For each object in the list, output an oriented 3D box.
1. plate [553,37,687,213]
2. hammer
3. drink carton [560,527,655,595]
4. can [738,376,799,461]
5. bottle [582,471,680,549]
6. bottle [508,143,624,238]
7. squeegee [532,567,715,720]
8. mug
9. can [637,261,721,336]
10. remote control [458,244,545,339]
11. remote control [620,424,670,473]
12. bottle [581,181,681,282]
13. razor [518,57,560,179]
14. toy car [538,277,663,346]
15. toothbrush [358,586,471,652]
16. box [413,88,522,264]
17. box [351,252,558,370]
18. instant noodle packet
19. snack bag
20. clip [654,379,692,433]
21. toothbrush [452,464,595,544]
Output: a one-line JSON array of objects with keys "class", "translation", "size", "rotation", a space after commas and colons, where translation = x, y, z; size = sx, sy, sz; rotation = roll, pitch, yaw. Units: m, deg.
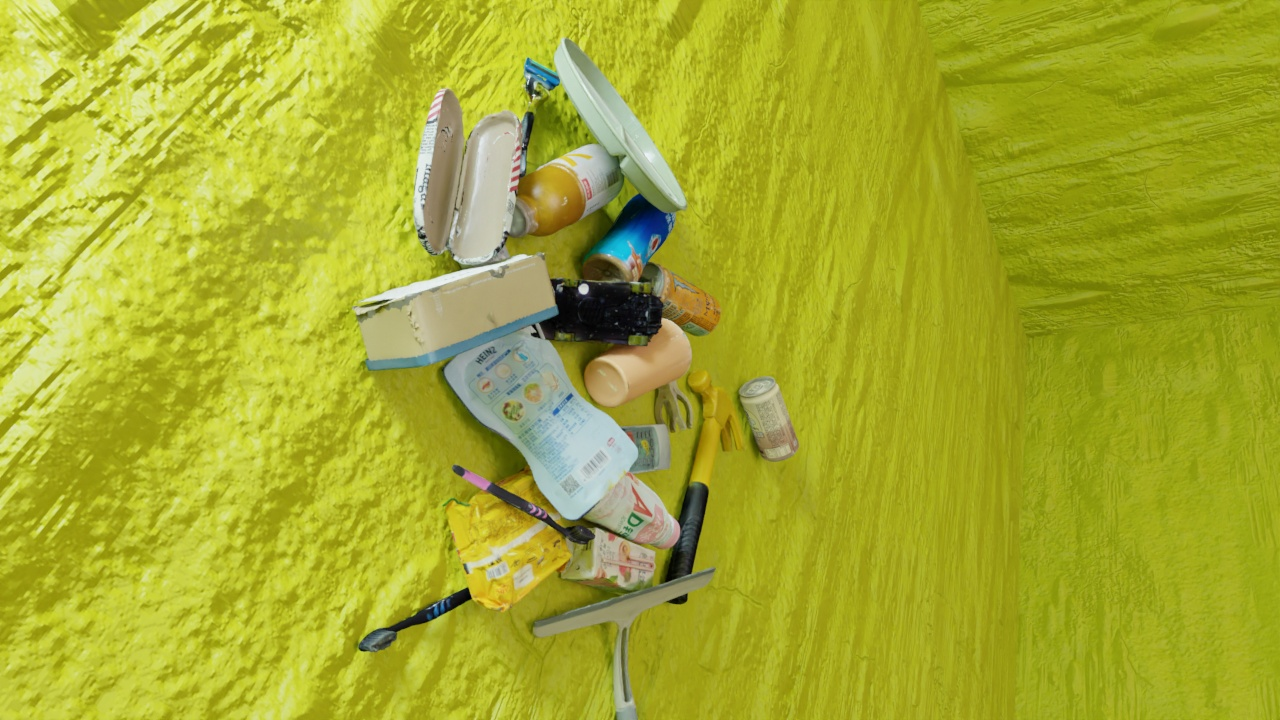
[{"class": "plate", "translation": [-0.023, -0.257, 1.026], "size": [0.230, 0.027, 0.229], "rotation": [51, 15, -20]}, {"class": "hammer", "translation": [0.074, 0.163, 1.165], "size": [0.129, 0.033, 0.299], "rotation": [49, 44, -39]}, {"class": "drink carton", "translation": [-0.030, 0.216, 0.975], "size": [0.122, 0.046, 0.053], "rotation": [34, 54, -50]}, {"class": "can", "translation": [0.187, 0.086, 1.335], "size": [0.058, 0.059, 0.116], "rotation": [-50, 124, -50]}, {"class": "bottle", "translation": [-0.020, 0.156, 0.988], "size": [0.197, 0.068, 0.068], "rotation": [43, 48, -48]}, {"class": "bottle", "translation": [-0.084, -0.175, 0.961], "size": [0.189, 0.068, 0.068], "rotation": [-43, 119, -52]}, {"class": "squeegee", "translation": [-0.012, 0.363, 0.977], "size": [0.245, 0.039, 0.246], "rotation": [-6, 94, -40]}, {"class": "mug", "translation": [-0.006, 0.006, 1.041], "size": [0.122, 0.078, 0.078], "rotation": [-30, 108, -50]}, {"class": "can", "translation": [0.043, -0.075, 1.146], "size": [0.146, 0.058, 0.058], "rotation": [23, 64, -54]}, {"class": "remote control", "translation": [-0.134, -0.059, 0.899], "size": [0.058, 0.021, 0.150], "rotation": [-48, 122, -50]}, {"class": "remote control", "translation": [-0.006, 0.103, 1.063], "size": [0.135, 0.019, 0.056], "rotation": [4, 79, -57]}, {"class": "bottle", "translation": [0.000, -0.156, 1.090], "size": [0.065, 0.065, 0.218], "rotation": [62, 37, -27]}, {"class": "razor", "translation": [-0.118, -0.250, 0.969], "size": [0.042, 0.022, 0.142], "rotation": [20, 67, -26]}, {"class": "toy car", "translation": [-0.046, -0.053, 0.979], "size": [0.158, 0.042, 0.070], "rotation": [3, 93, -28]}, {"class": "toothbrush", "translation": [-0.167, 0.212, 0.789], "size": [0.189, 0.016, 0.014], "rotation": [-13, 95, -59]}, {"class": "box", "translation": [-0.161, -0.170, 0.831], "size": [0.086, 0.076, 0.162], "rotation": [33, 56, -53]}, {"class": "box", "translation": [-0.158, -0.042, 0.782], "size": [0.183, 0.090, 0.062], "rotation": [-29, 109, -47]}, {"class": "instant noodle packet", "translation": [-0.121, 0.162, 0.844], "size": [0.128, 0.044, 0.111], "rotation": [-20, 91, -61]}, {"class": "snack bag", "translation": [-0.091, 0.051, 0.868], "size": [0.110, 0.039, 0.191], "rotation": [-44, 98, -25]}, {"class": "clip", "translation": [0.035, 0.040, 1.136], "size": [0.072, 0.035, 0.100], "rotation": [-9, 82, -57]}, {"class": "toothbrush", "translation": [-0.101, 0.132, 0.831], "size": [0.189, 0.018, 0.014], "rotation": [40, 34, -43]}]
